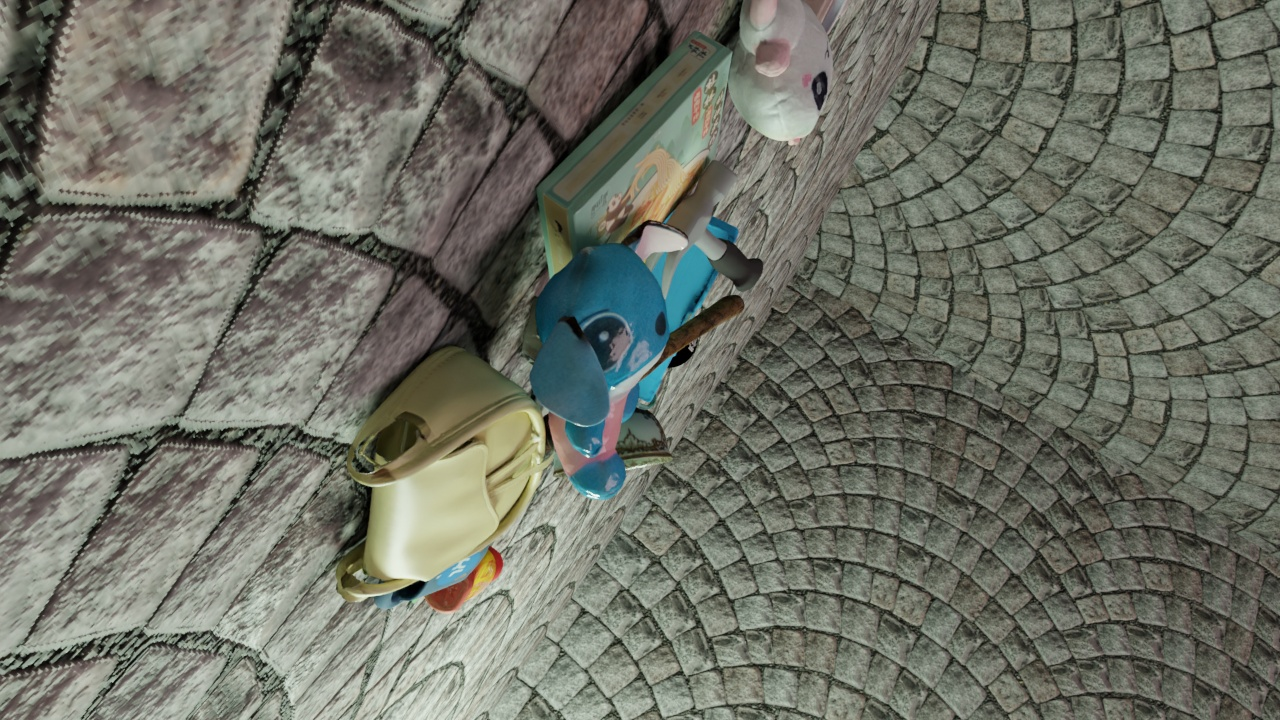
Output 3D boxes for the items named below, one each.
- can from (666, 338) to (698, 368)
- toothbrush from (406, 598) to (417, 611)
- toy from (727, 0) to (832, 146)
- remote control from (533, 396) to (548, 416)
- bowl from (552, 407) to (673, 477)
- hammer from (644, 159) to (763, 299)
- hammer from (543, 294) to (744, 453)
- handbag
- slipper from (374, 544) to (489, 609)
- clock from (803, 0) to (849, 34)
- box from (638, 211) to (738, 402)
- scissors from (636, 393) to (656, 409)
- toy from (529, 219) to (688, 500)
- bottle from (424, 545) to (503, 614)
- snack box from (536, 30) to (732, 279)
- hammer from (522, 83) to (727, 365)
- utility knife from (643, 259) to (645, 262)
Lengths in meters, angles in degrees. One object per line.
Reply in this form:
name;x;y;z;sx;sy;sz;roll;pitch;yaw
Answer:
can;0.027;-0.037;1.189;0.080;0.080;0.146;-58;165;0
toothbrush;-0.207;0.199;0.977;0.188;0.017;0.014;-59;162;18
toy;0.127;-0.293;0.860;0.180;0.101;0.138;61;33;-60
remote control;-0.099;0.039;0.975;0.134;0.022;0.050;-62;-169;22
bowl;-0.042;0.095;1.203;0.160;0.160;0.094;73;8;-78
hammer;0.080;-0.105;0.934;0.125;0.029;0.310;-55;163;7
hammer;-0.005;0.005;0.946;0.120;0.033;0.329;-4;-158;46
handbag;-0.147;0.089;0.700;0.190;0.088;0.233;-46;166;-41
slipper;-0.179;0.181;0.888;0.104;0.059;0.213;-58;165;24
clock;0.189;-0.393;0.965;0.157;0.059;0.117;-53;170;-35
box;0.003;-0.052;1.028;0.113;0.114;0.244;-69;-175;-59
scissors;-0.025;0.036;1.154;0.012;0.112;0.130;-33;-171;40
toy;-0.025;-0.007;0.703;0.223;0.099;0.192;-65;164;-48
bottle;-0.201;0.249;1.067;0.071;0.048;0.134;-58;171;5
snack box;-0.004;-0.150;0.736;0.193;0.044;0.142;-49;165;-20
hammer;-0.011;-0.135;0.861;0.333;0.033;0.133;-58;171;-8
utility knife;-0.046;-0.051;0.929;0.174;0.020;0.029;-46;151;-6
